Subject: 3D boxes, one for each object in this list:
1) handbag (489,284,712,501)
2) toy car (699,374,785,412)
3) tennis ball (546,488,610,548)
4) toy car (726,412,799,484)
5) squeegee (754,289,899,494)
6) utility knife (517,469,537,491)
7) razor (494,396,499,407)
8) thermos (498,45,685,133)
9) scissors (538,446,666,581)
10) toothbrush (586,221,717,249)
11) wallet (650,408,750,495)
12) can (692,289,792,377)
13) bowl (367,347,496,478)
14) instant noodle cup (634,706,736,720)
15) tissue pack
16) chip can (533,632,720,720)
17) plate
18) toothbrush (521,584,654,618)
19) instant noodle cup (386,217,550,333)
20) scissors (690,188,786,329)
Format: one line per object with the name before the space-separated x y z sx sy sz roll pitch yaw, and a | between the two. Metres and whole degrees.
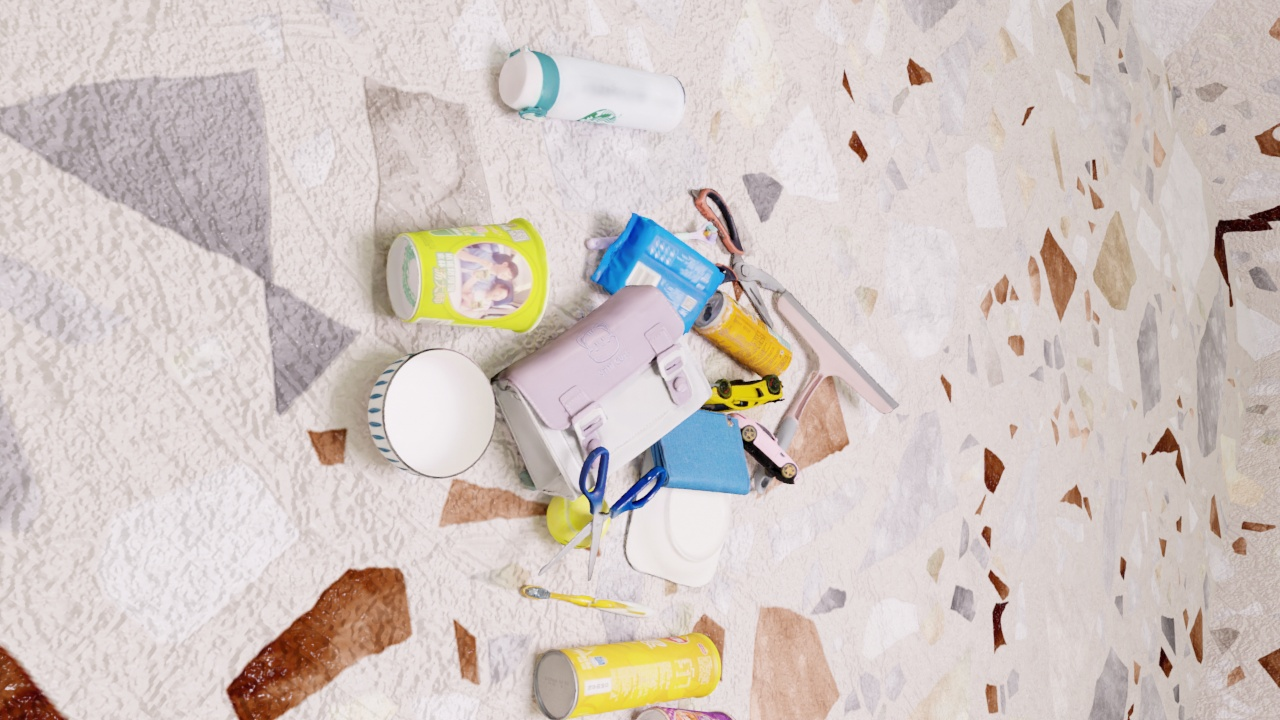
handbag | -0.038 0.028 0.931 0.196 0.099 0.145 -36 106 -30
toy car | 0.108 0.042 1.119 0.155 0.071 0.041 -1 83 -41
tennis ball | -0.064 0.161 0.947 0.065 0.066 0.065 5 83 -43
toy car | 0.153 0.108 1.148 0.122 0.056 0.037 43 74 -10
squeegee | 0.209 0.078 1.233 0.247 0.040 0.249 43 65 -18
utility knife | -0.045 0.093 1.007 0.222 0.013 0.029 -24 102 -42
razor | -0.092 0.048 0.961 0.142 0.022 0.042 9 86 -38
thermos | -0.051 -0.289 0.999 0.223 0.073 0.073 -6 91 -43
scissors | -0.038 0.148 0.902 0.172 0.012 0.163 -38 140 -25
toothbrush | 0.016 -0.142 1.071 0.188 0.021 0.029 -11 89 -37
wallet | 0.065 0.102 1.061 0.133 0.040 0.106 12 56 -39
can | 0.128 -0.031 1.152 0.146 0.058 0.058 34 64 -36
bowl | -0.197 0.048 0.831 0.116 0.066 0.116 4 85 -44
instant noodle cup | 0.045 0.432 1.006 0.099 0.112 0.111 28 68 -31
tissue pack | 0.022 -0.097 1.045 0.157 0.052 0.095 29 96 -37
chip can | -0.009 0.336 0.980 0.213 0.072 0.072 9 80 -43
plate | 0.058 0.180 1.084 0.163 0.034 0.164 25 70 -40
toothbrush | -0.050 0.260 0.985 0.191 0.018 0.016 23 72 -40
instant noodle cup | -0.165 -0.078 0.852 0.123 0.112 0.111 -4 89 -36
scissors | 0.118 -0.126 1.182 0.226 0.015 0.189 -8 92 -45
